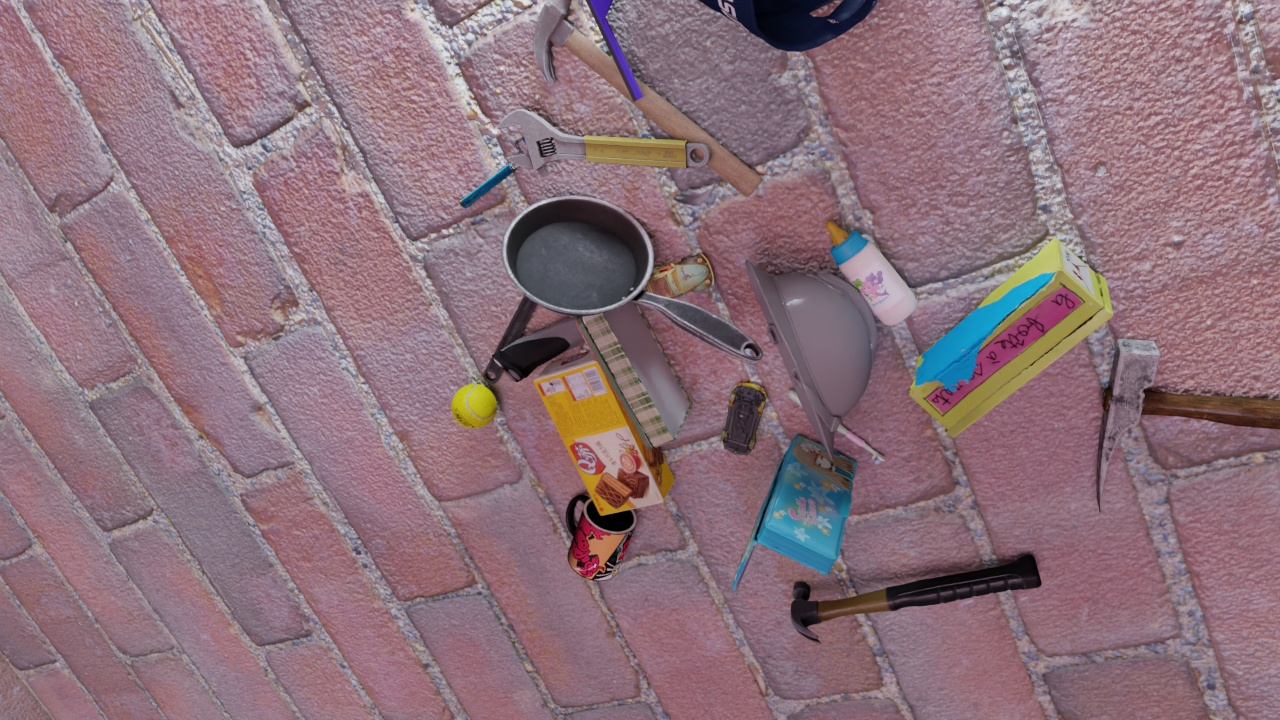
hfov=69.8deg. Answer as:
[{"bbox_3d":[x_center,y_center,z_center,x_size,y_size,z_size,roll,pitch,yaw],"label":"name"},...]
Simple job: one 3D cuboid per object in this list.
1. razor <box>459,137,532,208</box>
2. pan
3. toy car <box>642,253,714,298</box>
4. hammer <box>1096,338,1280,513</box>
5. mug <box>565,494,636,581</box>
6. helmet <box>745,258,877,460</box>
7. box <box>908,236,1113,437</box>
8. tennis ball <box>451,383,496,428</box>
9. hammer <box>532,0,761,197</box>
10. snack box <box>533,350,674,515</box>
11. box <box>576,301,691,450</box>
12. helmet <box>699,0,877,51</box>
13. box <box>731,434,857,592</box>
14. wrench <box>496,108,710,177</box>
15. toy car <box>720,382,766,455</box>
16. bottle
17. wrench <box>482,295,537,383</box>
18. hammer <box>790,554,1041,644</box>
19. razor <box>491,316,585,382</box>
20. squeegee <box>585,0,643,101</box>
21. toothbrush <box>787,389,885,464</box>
[{"bbox_3d":[-0.188,-0.240,1.208,0.144,0.022,0.042,-28,99,34],"label":"razor"},{"bbox_3d":[-0.009,-0.086,1.115,0.357,0.186,0.055,34,149,13],"label":"pan"},{"bbox_3d":[0.037,-0.099,1.177,0.112,0.047,0.047,-16,105,26],"label":"toy car"},{"bbox_3d":[0.683,0.092,1.039,0.301,0.037,0.218,5,117,17],"label":"hammer"},{"bbox_3d":[-0.070,0.256,1.380,0.118,0.081,0.098,39,126,31],"label":"mug"},{"bbox_3d":[0.225,-0.019,1.095,0.118,0.183,0.271,-24,110,6],"label":"helmet"},{"bbox_3d":[0.411,-0.024,1.034,0.081,0.124,0.222,41,120,0],"label":"box"},{"bbox_3d":[-0.245,0.067,1.353,0.065,0.065,0.065,8,117,16],"label":"tennis ball"},{"bbox_3d":[0.011,-0.312,1.101,0.331,0.030,0.120,38,122,-4],"label":"hammer"},{"bbox_3d":[-0.050,0.101,1.299,0.110,0.061,0.230,-17,108,26],"label":"snack box"},{"bbox_3d":[-0.007,0.007,1.206,0.050,0.117,0.205,-23,107,26],"label":"box"},{"bbox_3d":[0.140,-0.456,0.873,0.272,0.232,0.223,-39,61,8],"label":"helmet"},{"bbox_3d":[0.196,0.206,1.162,0.098,0.226,0.122,26,120,6],"label":"box"},{"bbox_3d":[-0.047,-0.261,1.120,0.274,0.018,0.084,6,115,17],"label":"wrench"},{"bbox_3d":[0.139,0.080,1.237,0.049,0.030,0.107,16,117,11],"label":"toy car"},{"bbox_3d":[0.266,-0.108,1.085,0.051,0.051,0.146,-37,98,30],"label":"bottle"},{"bbox_3d":[-0.164,-0.066,1.284,0.073,0.018,0.274,29,123,-6],"label":"wrench"},{"bbox_3d":[0.361,0.317,1.235,0.334,0.117,0.025,-16,110,21],"label":"hammer"},{"bbox_3d":[-0.129,-0.021,1.274,0.156,0.060,0.057,-31,123,10],"label":"razor"},{"bbox_3d":[0.016,-0.443,1.012,0.185,0.055,0.249,-23,102,17],"label":"squeegee"},{"bbox_3d":[0.256,0.087,1.206,0.155,0.015,0.022,37,163,0],"label":"toothbrush"}]
